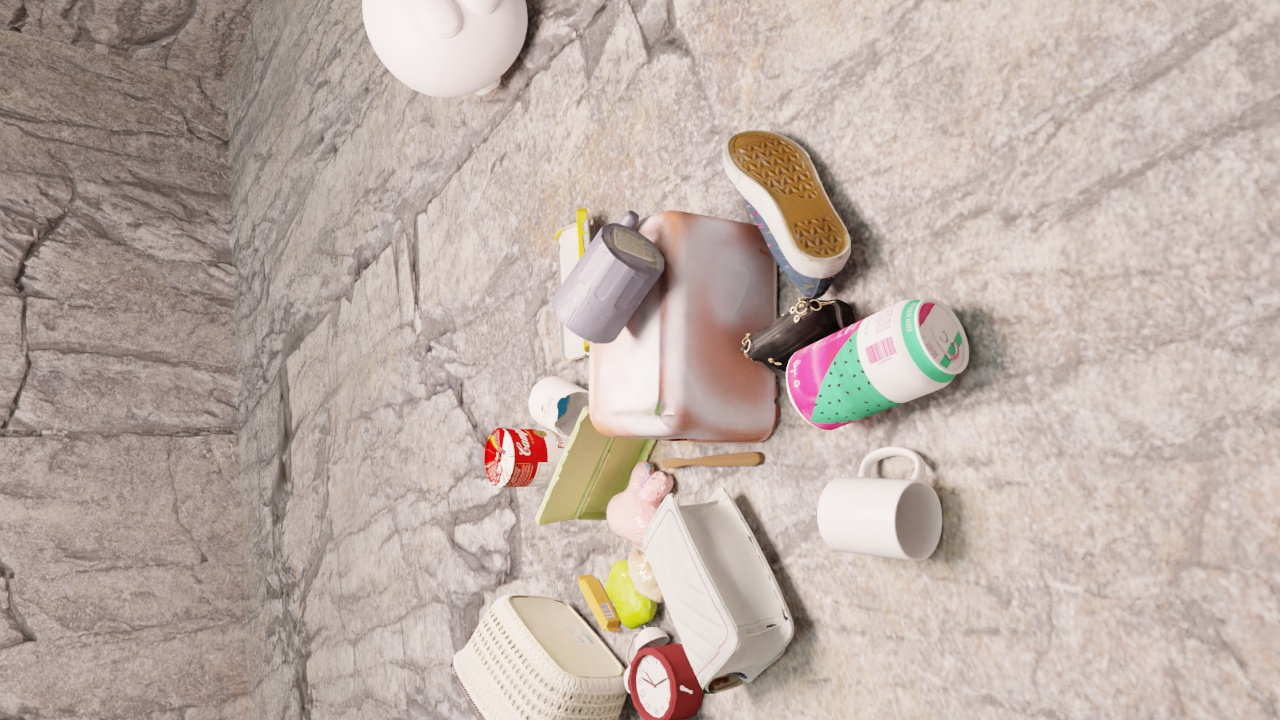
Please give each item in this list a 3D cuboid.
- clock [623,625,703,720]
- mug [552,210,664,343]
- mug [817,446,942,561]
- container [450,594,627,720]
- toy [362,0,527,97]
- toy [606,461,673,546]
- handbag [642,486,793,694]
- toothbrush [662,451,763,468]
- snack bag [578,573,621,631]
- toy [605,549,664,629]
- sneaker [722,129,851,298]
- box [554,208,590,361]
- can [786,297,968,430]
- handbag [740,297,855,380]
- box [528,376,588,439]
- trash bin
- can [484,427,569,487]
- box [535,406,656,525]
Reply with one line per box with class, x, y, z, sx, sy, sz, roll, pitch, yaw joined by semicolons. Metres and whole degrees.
clock;0.024;0.393;1.137;0.138;0.048;0.096;35;113;47
mug;-0.033;-0.095;0.996;0.104;0.083;0.123;-52;21;34
mug;0.234;0.134;0.883;0.091;0.073;0.110;-6;56;52
container;-0.130;0.428;1.238;0.252;0.184;0.143;36;102;47
toy;-0.324;-0.567;1.533;0.266;0.262;0.281;56;167;-16
toy;0.003;0.185;1.189;0.108;0.053;0.105;22;93;52
handbag;0.083;0.259;1.042;0.198;0.096;0.142;64;147;33
toothbrush;0.086;0.122;1.114;0.167;0.016;0.016;-11;77;50
snack bag;-0.057;0.336;1.267;0.099;0.026;0.020;53;126;40
toy;-0.001;0.288;1.186;0.118;0.043;0.092;-56;47;30
sneaker;0.161;-0.164;1.014;0.079;0.087;0.235;84;165;-52
box;-0.092;-0.109;1.349;0.128;0.045;0.209;153;114;-63
can;0.224;0.005;0.886;0.166;0.088;0.088;-30;63;47
handbag;0.166;-0.027;0.972;0.129;0.079;0.054;-38;55;41
box;-0.089;0.071;1.298;0.165;0.094;0.084;21;100;61
trash bin;0.044;-0.032;1.070;0.182;0.157;0.259;-5;83;52
can;-0.157;0.143;1.343;0.087;0.116;0.086;-8;80;52
box;-0.053;0.136;1.193;0.030;0.138;0.188;49;126;43
